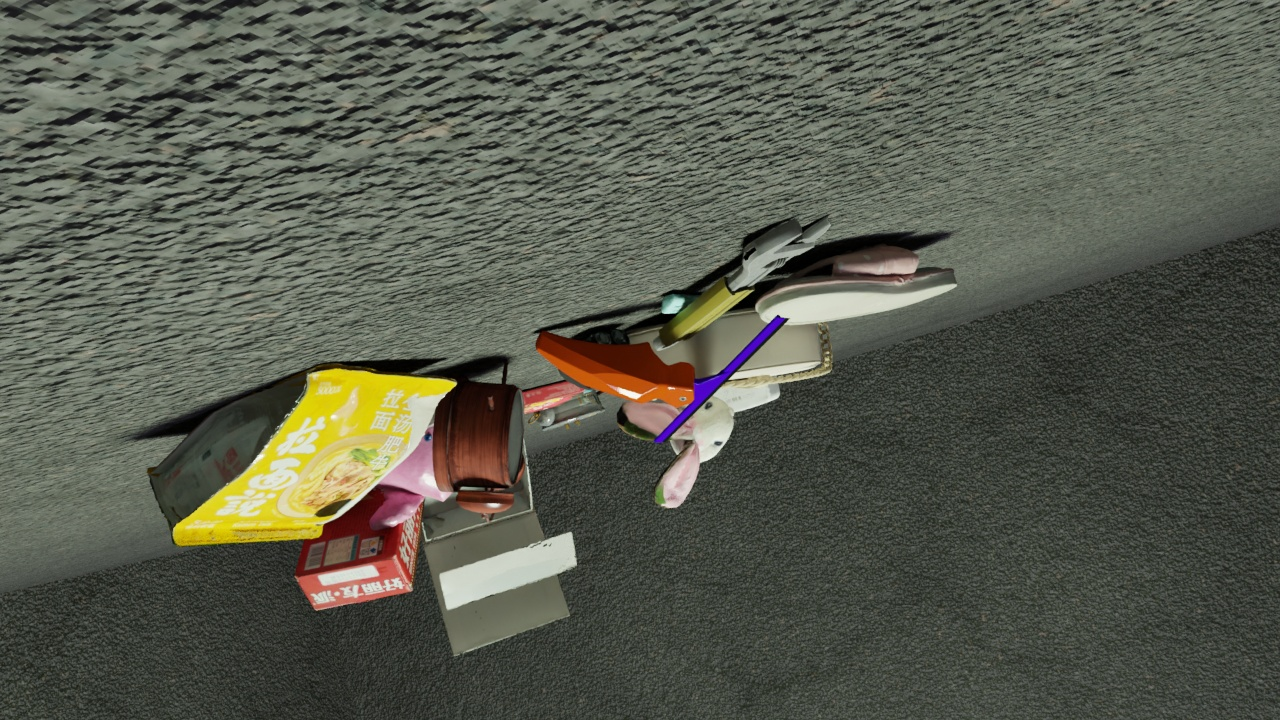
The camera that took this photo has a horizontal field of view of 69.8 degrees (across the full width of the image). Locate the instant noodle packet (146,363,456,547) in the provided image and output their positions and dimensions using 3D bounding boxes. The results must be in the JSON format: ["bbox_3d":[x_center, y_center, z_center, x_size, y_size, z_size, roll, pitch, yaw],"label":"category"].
[{"bbox_3d":[-0.283,0.073,0.795,0.222,0.084,0.162,-36,157,21],"label":"instant noodle packet"}]

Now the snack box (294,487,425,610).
[{"bbox_3d":[-0.315,0.171,1.067,0.113,0.060,0.236,-13,-144,2],"label":"snack box"}]

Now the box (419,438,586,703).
[{"bbox_3d":[-0.212,0.251,1.257,0.166,0.368,0.150,-15,173,-17],"label":"box"}]

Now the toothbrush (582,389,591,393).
[{"bbox_3d":[-0.043,0.024,1.314,0.021,0.017,0.135,-13,174,-45],"label":"toothbrush"}]

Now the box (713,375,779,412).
[{"bbox_3d":[0.145,0.020,1.346,0.124,0.108,0.136,-18,173,27],"label":"box"}]

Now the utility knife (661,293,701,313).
[{"bbox_3d":[0.052,-0.056,0.871,0.022,0.015,0.128,-46,163,23],"label":"utility knife"}]

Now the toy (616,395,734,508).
[{"bbox_3d":[0.070,0.082,1.080,0.106,0.131,0.205,-23,179,23],"label":"toy"}]

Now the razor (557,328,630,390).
[{"bbox_3d":[-0.051,-0.001,0.954,0.063,0.053,0.141,-48,-169,-17],"label":"razor"}]

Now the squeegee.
[{"bbox_3d":[-0.008,0.010,0.847,0.184,0.055,0.250,18,144,-17],"label":"squeegee"}]

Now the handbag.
[{"bbox_3d":[0.088,-0.016,1.002,0.209,0.103,0.210,-10,176,22],"label":"handbag"}]

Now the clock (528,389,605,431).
[{"bbox_3d":[-0.118,0.079,1.428,0.104,0.056,0.147,-21,174,41],"label":"clock"}]

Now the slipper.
[{"bbox_3d":[0.213,-0.078,0.899,0.273,0.054,0.114,-7,169,-42],"label":"slipper"}]

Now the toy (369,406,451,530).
[{"bbox_3d":[-0.288,0.119,1.000,0.265,0.128,0.187,-16,177,-4],"label":"toy"}]

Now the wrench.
[{"bbox_3d":[0.072,-0.058,0.787,0.083,0.018,0.274,-19,170,-30],"label":"wrench"}]

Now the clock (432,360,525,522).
[{"bbox_3d":[-0.158,0.088,0.921,0.072,0.158,0.120,3,-158,2],"label":"clock"}]

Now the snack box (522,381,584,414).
[{"bbox_3d":[-0.141,0.055,1.307,0.089,0.021,0.133,-13,173,-22],"label":"snack box"}]
